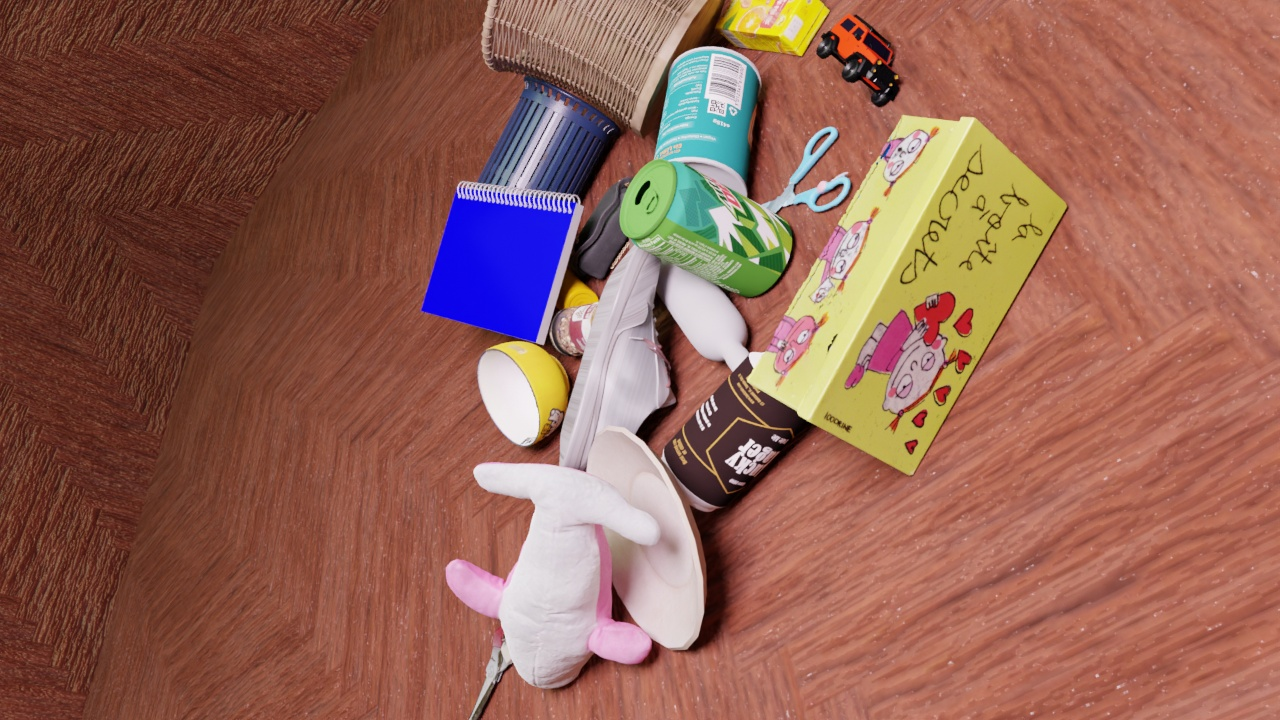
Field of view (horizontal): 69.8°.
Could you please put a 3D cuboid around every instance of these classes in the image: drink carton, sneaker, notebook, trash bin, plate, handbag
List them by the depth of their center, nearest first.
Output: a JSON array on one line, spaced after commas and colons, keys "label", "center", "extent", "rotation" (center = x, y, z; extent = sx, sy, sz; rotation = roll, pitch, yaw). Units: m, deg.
[{"label": "plate", "center": [0.009, 0.143, 0.756], "extent": [0.189, 0.027, 0.189], "rotation": [39, 136, 50]}, {"label": "sneaker", "center": [-0.006, 0.005, 0.885], "extent": [0.099, 0.089, 0.236], "rotation": [-156, 83, -77]}, {"label": "drink carton", "center": [0.140, -0.370, 0.994], "extent": [0.058, 0.043, 0.134], "rotation": [-58, 34, 6]}, {"label": "notebook", "center": [-0.166, -0.121, 1.082], "extent": [0.209, 0.022, 0.171], "rotation": [15, 88, 39]}, {"label": "handbag", "center": [-0.042, -0.160, 1.084], "extent": [0.129, 0.054, 0.079], "rotation": [-56, 30, 14]}, {"label": "trash bin", "center": [-0.146, -0.223, 1.195], "extent": [0.249, 0.139, 0.139], "rotation": [-61, 33, 5]}]

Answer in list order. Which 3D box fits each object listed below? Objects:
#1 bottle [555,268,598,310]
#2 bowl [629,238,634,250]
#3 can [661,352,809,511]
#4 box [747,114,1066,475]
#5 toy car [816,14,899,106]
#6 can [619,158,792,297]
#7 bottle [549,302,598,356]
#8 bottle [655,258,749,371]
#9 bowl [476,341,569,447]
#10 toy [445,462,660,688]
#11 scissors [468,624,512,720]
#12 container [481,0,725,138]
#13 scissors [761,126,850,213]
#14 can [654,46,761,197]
[{"label": "bottle", "center": [-0.096, -0.089, 1.116], "extent": [0.043, 0.043, 0.143], "rotation": [-58, 33, 7]}, {"label": "bowl", "center": [0.010, -0.122, 0.973], "extent": [0.119, 0.032, 0.119], "rotation": [177, 91, -83]}, {"label": "can", "center": [0.079, 0.058, 0.747], "extent": [0.129, 0.072, 0.071], "rotation": [-49, 35, 20]}, {"label": "box", "center": [0.185, -0.046, 0.635], "extent": [0.221, 0.124, 0.079], "rotation": [-58, 34, 3]}, {"label": "toy car", "center": [0.202, -0.276, 0.835], "extent": [0.049, 0.051, 0.100], "rotation": [-49, 35, 22]}, {"label": "can", "center": [0.060, -0.118, 0.826], "extent": [0.083, 0.144, 0.083], "rotation": [-31, 49, 43]}, {"label": "bottle", "center": [-0.048, -0.035, 1.000], "extent": [0.105, 0.056, 0.056], "rotation": [-5, 63, 52]}, {"label": "bottle", "center": [0.063, -0.039, 0.855], "extent": [0.052, 0.052, 0.195], "rotation": [-52, 35, 16]}, {"label": "bowl", "center": [-0.123, 0.030, 1.028], "extent": [0.117, 0.067, 0.117], "rotation": [28, 130, 39]}, {"label": "toy", "center": [-0.066, 0.175, 0.790], "extent": [0.127, 0.187, 0.266], "rotation": [-64, -12, -50]}, {"label": "scissors", "center": [-0.137, 0.283, 0.934], "extent": [0.189, 0.015, 0.139], "rotation": [-46, 38, 23]}, {"label": "container", "center": [-0.035, -0.385, 1.038], "extent": [0.226, 0.196, 0.227], "rotation": [-58, -2, -4]}, {"label": "scissors", "center": [0.148, -0.171, 0.871], "extent": [0.139, 0.015, 0.117], "rotation": [-7, 63, 49]}, {"label": "can", "center": [0.067, -0.231, 0.942], "extent": [0.099, 0.099, 0.143], "rotation": [-19, 52, 46]}]
